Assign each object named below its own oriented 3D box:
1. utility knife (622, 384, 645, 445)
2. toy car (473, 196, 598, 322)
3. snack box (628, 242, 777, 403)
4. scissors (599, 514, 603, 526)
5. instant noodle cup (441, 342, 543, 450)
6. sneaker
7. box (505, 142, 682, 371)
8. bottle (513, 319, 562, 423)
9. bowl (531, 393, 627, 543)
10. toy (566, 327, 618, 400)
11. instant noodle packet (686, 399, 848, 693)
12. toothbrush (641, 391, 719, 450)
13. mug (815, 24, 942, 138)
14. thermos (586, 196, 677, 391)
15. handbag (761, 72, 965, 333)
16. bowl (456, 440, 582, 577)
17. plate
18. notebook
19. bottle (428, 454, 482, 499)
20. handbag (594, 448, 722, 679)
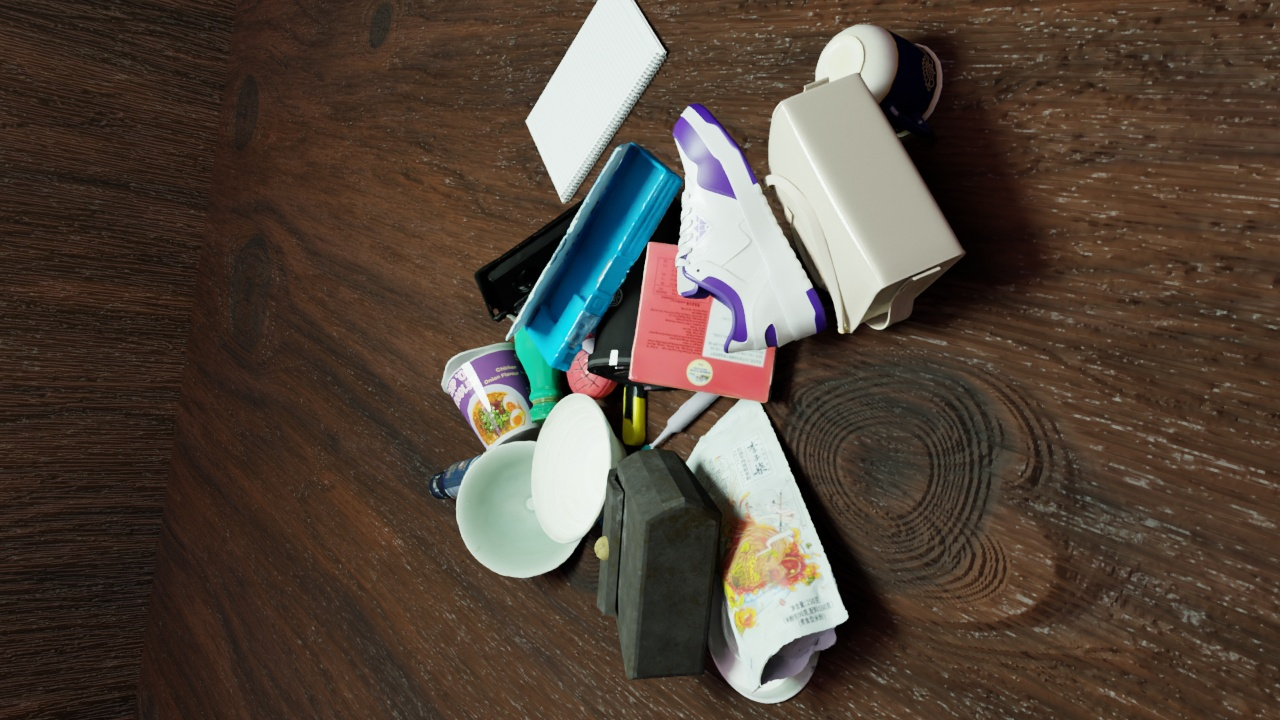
[{"bbox_3d":[-0.006,0.006,1.085,0.029,0.020,0.187,-6,80,48],"label":"utility knife"},{"bbox_3d":[-0.102,-0.114,1.135,0.192,0.071,0.094,-33,50,6],"label":"toy car"},{"bbox_3d":[0.069,-0.039,0.924,0.143,0.040,0.145,9,94,11],"label":"snack box"},{"bbox_3d":[-0.022,0.215,1.084,0.071,0.022,0.130,-34,64,41],"label":"scissors"},{"bbox_3d":[-0.188,0.059,1.218,0.122,0.136,0.121,-34,67,11],"label":"instant noodle cup"},{"bbox_3d":[0.073,-0.114,0.861,0.111,0.091,0.244,-27,81,8],"label":"sneaker"},{"bbox_3d":[-0.063,-0.118,0.976,0.244,0.085,0.091,-58,39,16],"label":"box"},{"bbox_3d":[-0.129,-0.023,1.193,0.068,0.068,0.209,-22,70,46],"label":"bottle"},{"bbox_3d":[-0.062,0.130,1.094,0.177,0.057,0.176,-21,64,51],"label":"bowl"},{"bbox_3d":[-0.052,-0.015,1.105,0.092,0.062,0.133,6,88,59],"label":"toy"},{"bbox_3d":[0.105,0.168,0.893,0.147,0.057,0.268,-50,39,28],"label":"instant noodle packet"},{"bbox_3d":[0.056,0.053,1.003,0.188,0.019,0.018,-46,46,36],"label":"toothbrush"},{"bbox_3d":[0.208,-0.239,0.803,0.086,0.089,0.111,-48,52,35],"label":"mug"},{"bbox_3d":[0.000,-0.080,1.030,0.106,0.105,0.218,-8,75,49],"label":"thermos"},{"bbox_3d":[0.174,-0.115,0.800,0.198,0.101,0.194,99,147,-73],"label":"handbag"},{"bbox_3d":[-0.144,0.189,1.182,0.174,0.068,0.174,-1,84,7],"label":"bowl"},{"bbox_3d":[0.115,0.260,0.915,0.157,0.014,0.157,-9,79,48],"label":"plate"},{"bbox_3d":[-0.067,-0.352,1.200,0.246,0.013,0.177,-50,50,34],"label":"notebook"},{"bbox_3d":[-0.252,0.172,1.326,0.161,0.056,0.056,-20,71,47],"label":"bottle"},{"bbox_3d":[0.002,0.191,0.959,0.199,0.102,0.197,-123,35,-68],"label":"handbag"}]
